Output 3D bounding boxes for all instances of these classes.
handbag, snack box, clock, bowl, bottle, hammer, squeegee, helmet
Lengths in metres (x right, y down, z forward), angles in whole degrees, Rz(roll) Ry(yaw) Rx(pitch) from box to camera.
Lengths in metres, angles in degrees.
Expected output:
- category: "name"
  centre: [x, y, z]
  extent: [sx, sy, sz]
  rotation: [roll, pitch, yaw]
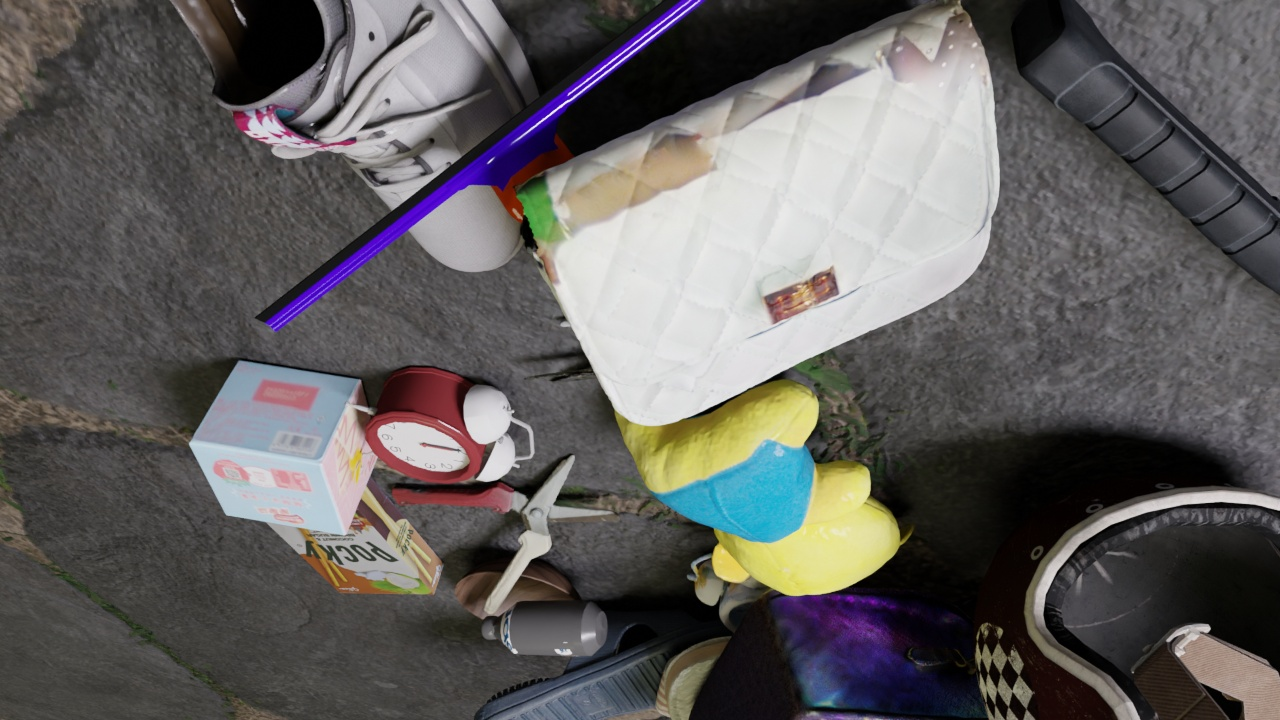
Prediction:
- category: "handbag"
  centre: [0.167, 0.287, 0.699]
  extent: [0.222, 0.125, 0.205]
  rotation: [13, 119, -17]
- category: "snack box"
  centre: [-0.250, 0.063, 0.660]
  extent: [0.093, 0.079, 0.095]
  rotation: [9, 138, 3]
- category: "clock"
  centre: [-0.136, 0.048, 0.643]
  extent: [0.124, 0.044, 0.087]
  rotation: [9, 140, 4]
- category: "bowl"
  centre: [-0.106, 0.207, 0.832]
  extent: [0.119, 0.032, 0.119]
  rotation: [7, 140, 6]
- category: "bottle"
  centre: [-0.084, 0.231, 0.792]
  extent: [0.112, 0.046, 0.047]
  rotation: [-6, 137, 20]
- category: "hammer"
  centre: [0.285, -0.040, 0.398]
  extent: [0.333, 0.117, 0.025]
  rotation: [33, 134, -16]
- category: "squeegee"
  centre: [-0.028, -0.060, 0.448]
  extent: [0.249, 0.055, 0.185]
  rotation: [-37, 144, 4]
- category: "snack box"
  centre: [-0.258, 0.144, 0.794]
  extent: [0.101, 0.031, 0.186]
  rotation: [-4, 138, 18]
- category: "clock"
  centre: [0.096, 0.185, 0.745]
  extent: [0.125, 0.051, 0.089]
  rotation: [34, 136, -21]
- category: "handbag"
  centre: [0.057, -0.055, 0.395]
  extent: [0.195, 0.072, 0.139]
  rotation: [-25, 134, 0]
- category: "helmet"
  centre: [0.310, 0.183, 0.529]
  extent: [0.233, 0.253, 0.234]
  rotation: [1, 118, -7]

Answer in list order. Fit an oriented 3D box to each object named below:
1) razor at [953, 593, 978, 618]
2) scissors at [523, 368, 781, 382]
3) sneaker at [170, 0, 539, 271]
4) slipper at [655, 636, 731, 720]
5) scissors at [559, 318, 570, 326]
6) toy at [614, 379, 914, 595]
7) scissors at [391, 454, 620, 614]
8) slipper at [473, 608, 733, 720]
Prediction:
- category: "razor"
  centre: [0.286, 0.208, 0.713]
  extent: [0.141, 0.063, 0.053]
  rotation: [-25, 127, 35]
- category: "scissors"
  centre: [0.010, 0.006, 0.564]
  extent: [0.153, 0.012, 0.164]
  rotation: [4, 167, -20]
- category: "sneaker"
  centre: [-0.117, -0.112, 0.383]
  extent: [0.097, 0.128, 0.263]
  rotation: [0, 143, 19]
- category: "slipper"
  centre: [0.073, 0.314, 0.826]
  extent: [0.115, 0.052, 0.263]
  rotation: [-13, 134, -2]
- category: "scissors"
  centre: [0.007, -0.055, 0.510]
  extent: [0.165, 0.014, 0.141]
  rotation: [-10, 130, 30]
- category: "toy"
  centre: [0.087, 0.097, 0.616]
  extent: [0.149, 0.083, 0.214]
  rotation: [-7, 139, 34]
- category: "scissors"
  centre: [-0.108, 0.141, 0.742]
  extent: [0.200, 0.015, 0.179]
  rotation: [7, 120, 16]
- category: "slipper"
  centre: [-0.031, 0.276, 0.849]
  extent: [0.263, 0.082, 0.101]
  rotation: [-20, 137, 0]
